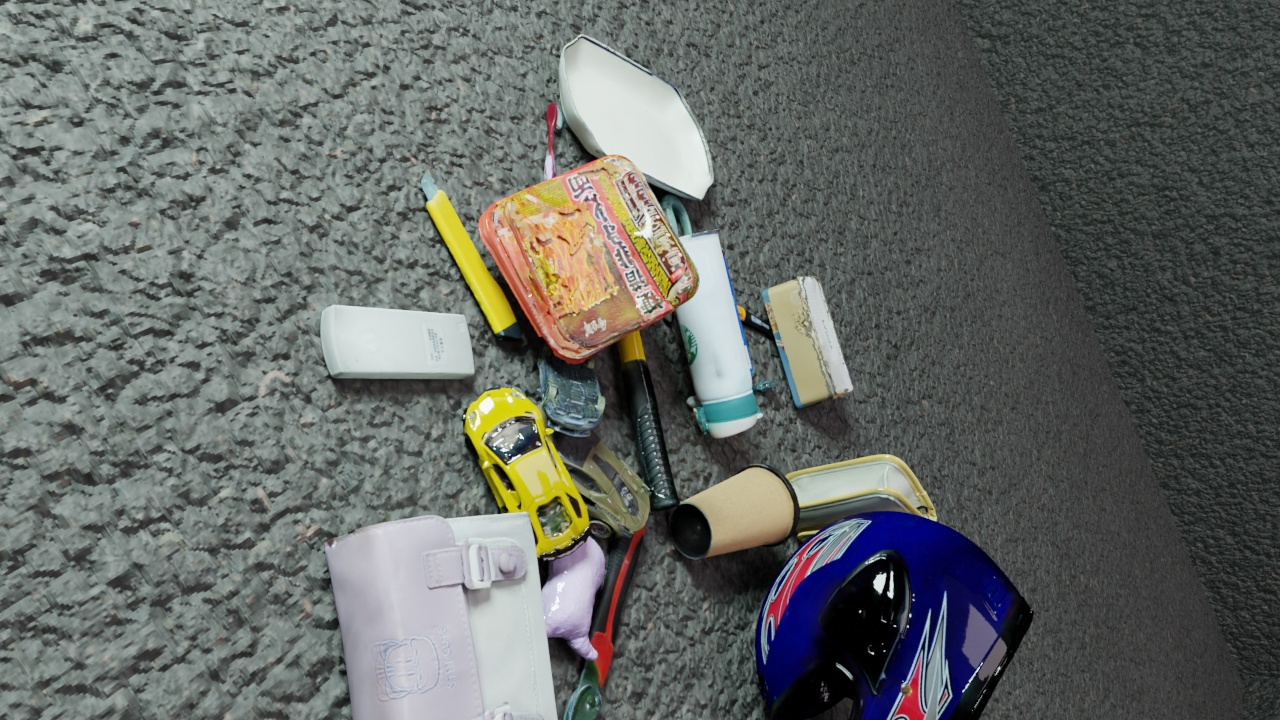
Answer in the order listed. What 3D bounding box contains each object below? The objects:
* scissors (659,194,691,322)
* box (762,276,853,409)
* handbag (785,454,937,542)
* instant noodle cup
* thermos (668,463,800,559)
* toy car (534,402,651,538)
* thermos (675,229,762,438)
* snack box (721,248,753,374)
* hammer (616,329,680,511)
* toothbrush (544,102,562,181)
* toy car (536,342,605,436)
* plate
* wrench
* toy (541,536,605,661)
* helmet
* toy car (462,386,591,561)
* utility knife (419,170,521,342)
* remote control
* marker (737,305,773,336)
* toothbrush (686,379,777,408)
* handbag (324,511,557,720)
[{"bbox_3d":[0.014,-0.127,1.053,0.169,0.019,0.177,25,59,-44],"label":"scissors"},{"bbox_3d":[0.225,-0.019,1.221,0.089,0.062,0.184,-5,80,-60],"label":"box"},{"bbox_3d":[0.270,0.199,1.103,0.179,0.164,0.063,47,45,-27],"label":"handbag"},{"bbox_3d":[-0.053,-0.092,0.872,0.188,0.079,0.164,-30,91,-33],"label":"instant noodle cup"},{"bbox_3d":[0.101,0.165,0.977,0.143,0.093,0.093,-10,82,-44],"label":"thermos"},{"bbox_3d":[-0.050,0.101,0.853,0.158,0.042,0.070,47,42,-19],"label":"toy car"},{"bbox_3d":[0.076,-0.027,1.012,0.073,0.073,0.224,-19,97,-52],"label":"thermos"},{"bbox_3d":[0.087,-0.051,1.086,0.084,0.026,0.157,-19,96,-55],"label":"snack box"},{"bbox_3d":[-0.006,0.006,0.949,0.128,0.033,0.300,5,68,-49],"label":"hammer"},{"bbox_3d":[-0.092,-0.190,0.953,0.017,0.016,0.187,33,50,-51],"label":"toothbrush"},{"bbox_3d":[-0.066,0.024,0.842,0.054,0.037,0.120,14,29,-18],"label":"toy car"},{"bbox_3d":[-0.006,-0.273,1.071,0.265,0.034,0.162,10,63,-51],"label":"plate"},{"bbox_3d":[-0.028,0.244,0.836,0.056,0.016,0.272,39,47,-34],"label":"wrench"},{"bbox_3d":[-0.057,0.200,0.801,0.084,0.039,0.107,40,44,-33],"label":"toy"},{"bbox_3d":[0.236,0.307,0.953,0.315,0.240,0.247,-55,149,-13],"label":"helmet"},{"bbox_3d":[-0.098,0.095,0.779,0.071,0.041,0.156,-26,93,-26],"label":"toy car"},{"bbox_3d":[-0.156,-0.092,0.830,0.173,0.015,0.033,63,32,-8],"label":"utility knife"},{"bbox_3d":[-0.194,-0.013,0.744,0.134,0.019,0.056,1,74,-51],"label":"remote control"},{"bbox_3d":[0.137,-0.054,1.173,0.123,0.015,0.018,24,63,-46],"label":"marker"},{"bbox_3d":[0.113,0.039,1.100,0.191,0.018,0.016,-8,81,-52],"label":"toothbrush"},{"bbox_3d":[-0.138,0.213,0.658,0.144,0.099,0.197,2,72,-45],"label":"handbag"}]
